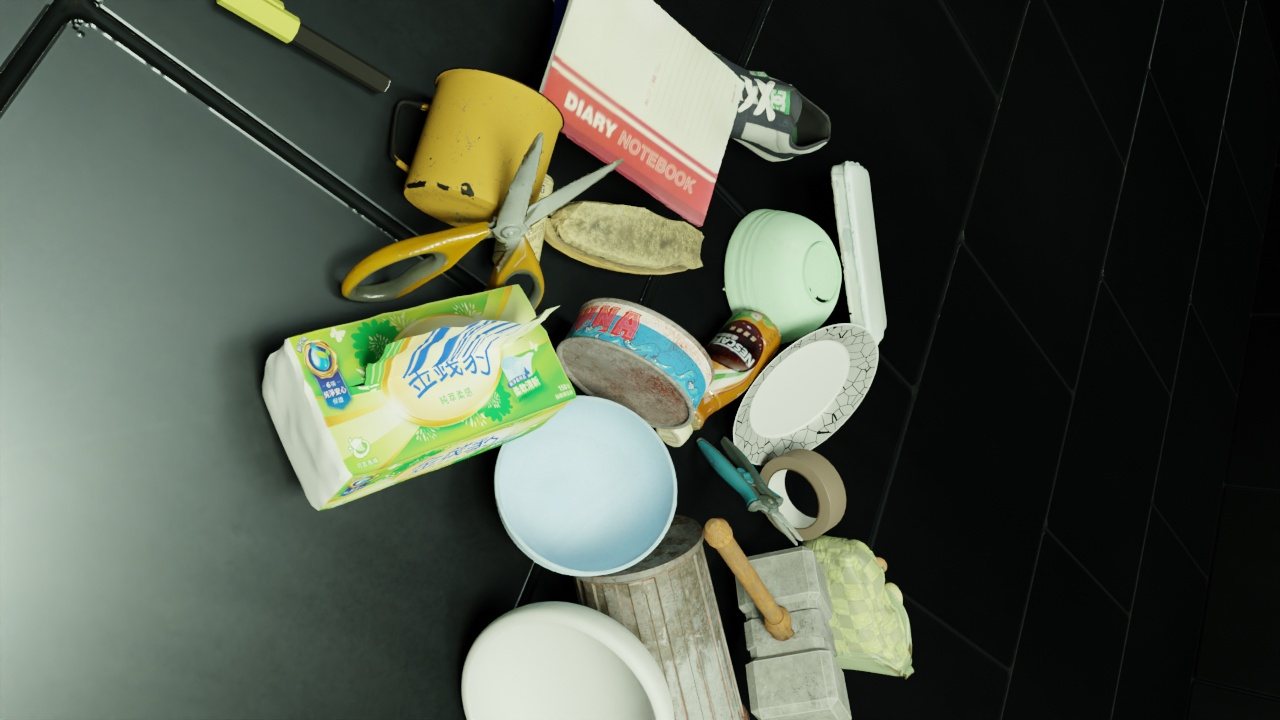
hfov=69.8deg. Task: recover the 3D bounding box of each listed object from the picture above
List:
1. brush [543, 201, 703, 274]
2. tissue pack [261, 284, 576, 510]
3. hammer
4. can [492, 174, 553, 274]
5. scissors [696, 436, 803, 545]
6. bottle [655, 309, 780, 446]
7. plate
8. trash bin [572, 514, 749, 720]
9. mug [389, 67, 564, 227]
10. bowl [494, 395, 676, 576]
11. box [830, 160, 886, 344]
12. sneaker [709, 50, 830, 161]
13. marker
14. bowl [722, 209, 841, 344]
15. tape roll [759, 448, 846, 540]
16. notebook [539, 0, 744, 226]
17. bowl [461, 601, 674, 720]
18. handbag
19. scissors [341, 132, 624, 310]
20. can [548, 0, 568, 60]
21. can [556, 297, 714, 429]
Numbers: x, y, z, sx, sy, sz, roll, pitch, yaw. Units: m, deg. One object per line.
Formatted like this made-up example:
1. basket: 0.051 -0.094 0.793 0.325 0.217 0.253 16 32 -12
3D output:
1. brush: -0.009 -0.111 0.835 0.195 0.043 0.059 6 87 -45
2. tissue pack: -0.136 0.008 0.628 0.197 0.142 0.120 -27 83 -43
3. hammer: 0.111 0.216 0.833 0.318 0.083 0.162 58 22 -49
4. can: -0.097 -0.113 0.753 0.038 0.038 0.079 16 80 -43
5. scissors: 0.104 0.123 0.907 0.019 0.144 0.126 -61 -179 26
6. bottle: 0.075 0.019 0.911 0.166 0.059 0.059 -47 122 -29
7. plate: 0.174 0.034 0.980 0.188 0.016 0.189 -21 136 -21
8. trash bin: 0.017 0.259 0.813 0.130 0.131 0.211 -23 105 -42
9. mug: -0.130 -0.154 0.689 0.124 0.100 0.094 15 80 -2
10. bowl: -0.052 0.112 0.762 0.150 0.075 0.150 8 62 -16
11. box: 0.258 -0.123 1.057 0.188 0.037 0.209 -18 102 -64
12. sneaker: 0.107 -0.261 0.919 0.235 0.079 0.084 10 85 -44
13. marker: -0.228 -0.223 0.635 0.123 0.021 0.017 24 30 -43
14. bowl: 0.164 -0.091 0.983 0.150 0.077 0.151 0 90 -44
15. tape roll: 0.172 0.143 0.984 0.030 0.094 0.094 -19 104 -42
16. notebook: 0.007 -0.227 0.792 0.208 0.012 0.153 26 76 -42
17. bowl: -0.051 0.266 0.733 0.066 0.177 0.176 -35 118 -65
18. handbag: 0.250 0.273 1.055 0.116 0.113 0.186 -38 116 -45
19. scissors: -0.101 -0.082 0.674 0.216 0.225 0.016 42 26 -62
20. can: -0.028 -0.262 0.804 0.116 0.057 0.092 8 87 -44
21. can: -0.005 0.005 0.782 0.130 0.130 0.044 47 60 -34
